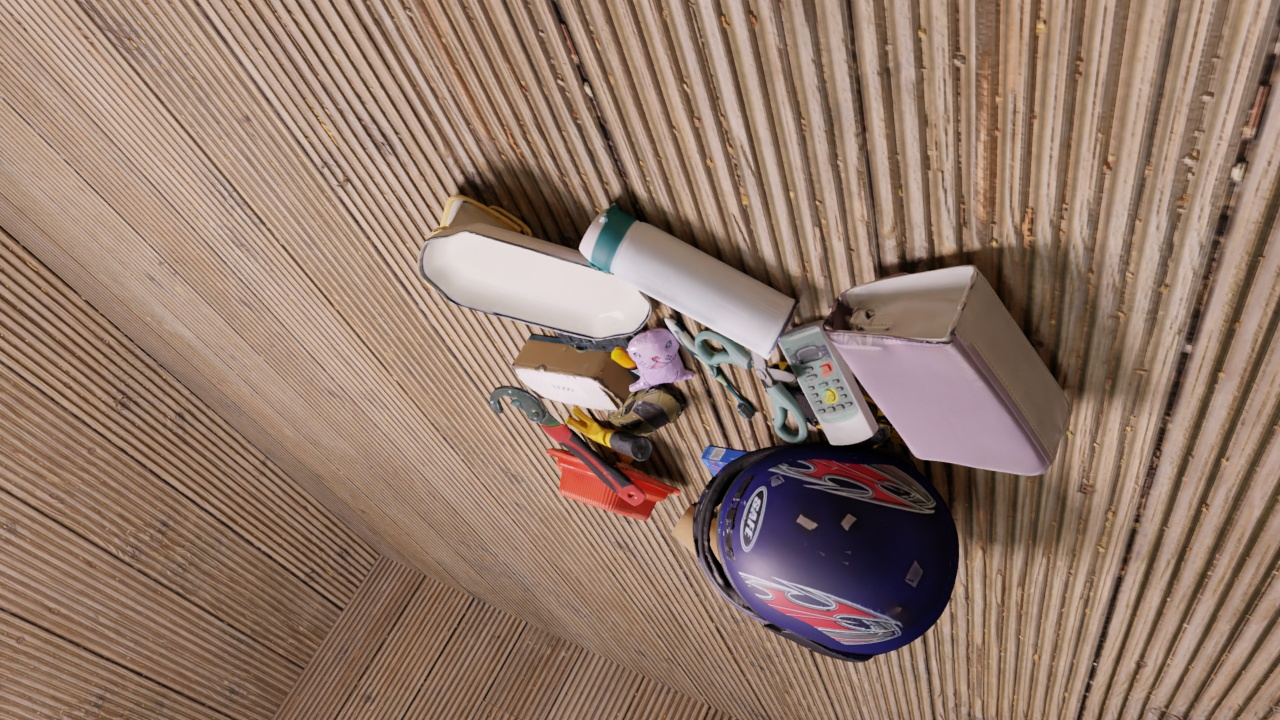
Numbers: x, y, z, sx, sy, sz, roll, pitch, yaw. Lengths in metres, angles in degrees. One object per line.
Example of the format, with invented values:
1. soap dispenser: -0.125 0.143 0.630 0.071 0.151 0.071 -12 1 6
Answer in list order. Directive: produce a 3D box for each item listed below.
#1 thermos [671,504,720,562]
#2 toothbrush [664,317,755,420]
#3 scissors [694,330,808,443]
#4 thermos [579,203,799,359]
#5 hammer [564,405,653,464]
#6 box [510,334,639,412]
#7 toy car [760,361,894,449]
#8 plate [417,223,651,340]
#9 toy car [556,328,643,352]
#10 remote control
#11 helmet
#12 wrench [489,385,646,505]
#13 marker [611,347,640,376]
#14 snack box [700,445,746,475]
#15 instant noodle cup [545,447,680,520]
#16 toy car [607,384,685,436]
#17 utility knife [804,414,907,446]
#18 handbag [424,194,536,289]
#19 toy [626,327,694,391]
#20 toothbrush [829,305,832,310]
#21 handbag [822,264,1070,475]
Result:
1. thermos: 0.126 0.303 1.516 0.143 0.092 0.093 34 155 13
2. toothbrush: 0.085 0.013 1.111 0.016 0.018 0.191 -2 140 49
3. scissors: 0.134 0.031 1.031 0.170 0.019 0.178 15 142 57
4. thermos: 0.045 -0.081 0.929 0.224 0.073 0.073 28 154 5
5. hammer: -0.032 0.114 1.306 0.129 0.032 0.301 34 172 -10
6. box: -0.086 0.018 1.254 0.185 0.061 0.090 7 147 36
7. toy car: 0.205 0.044 1.012 0.156 0.041 0.071 28 154 21
8. plate: -0.116 -0.092 1.037 0.265 0.034 0.162 14 153 -11
9. toy car: -0.048 -0.034 1.147 0.121 0.036 0.054 7 152 22
10. remote control: 0.194 0.025 0.951 0.056 0.019 0.135 -19 103 44
11. helmet: 0.203 0.206 1.061 0.316 0.247 0.240 13 168 16
12. wrench: -0.101 0.123 1.330 0.273 0.016 0.056 38 117 -9
13. marker: -0.007 0.007 1.160 0.018 0.015 0.124 -9 161 20
14. snack box: 0.168 0.162 1.280 0.157 0.026 0.084 5 144 42
15. instant noodle cup: -0.047 0.198 1.457 0.189 0.079 0.164 9 168 41
16. toy car: 0.006 0.070 1.273 0.070 0.042 0.158 35 151 -10
17. utility knife: 0.277 0.083 1.037 0.203 0.015 0.033 10 150 35
18. handbag: -0.164 -0.120 1.105 0.178 0.063 0.164 19 156 -10
19. toy: 0.017 -0.002 1.117 0.084 0.039 0.108 -16 145 2
20. toothbrush: 0.249 0.004 0.929 0.187 0.016 0.017 41 162 -23
21. handbag: 0.272 0.010 0.819 0.145 0.098 0.197 -5 138 48
